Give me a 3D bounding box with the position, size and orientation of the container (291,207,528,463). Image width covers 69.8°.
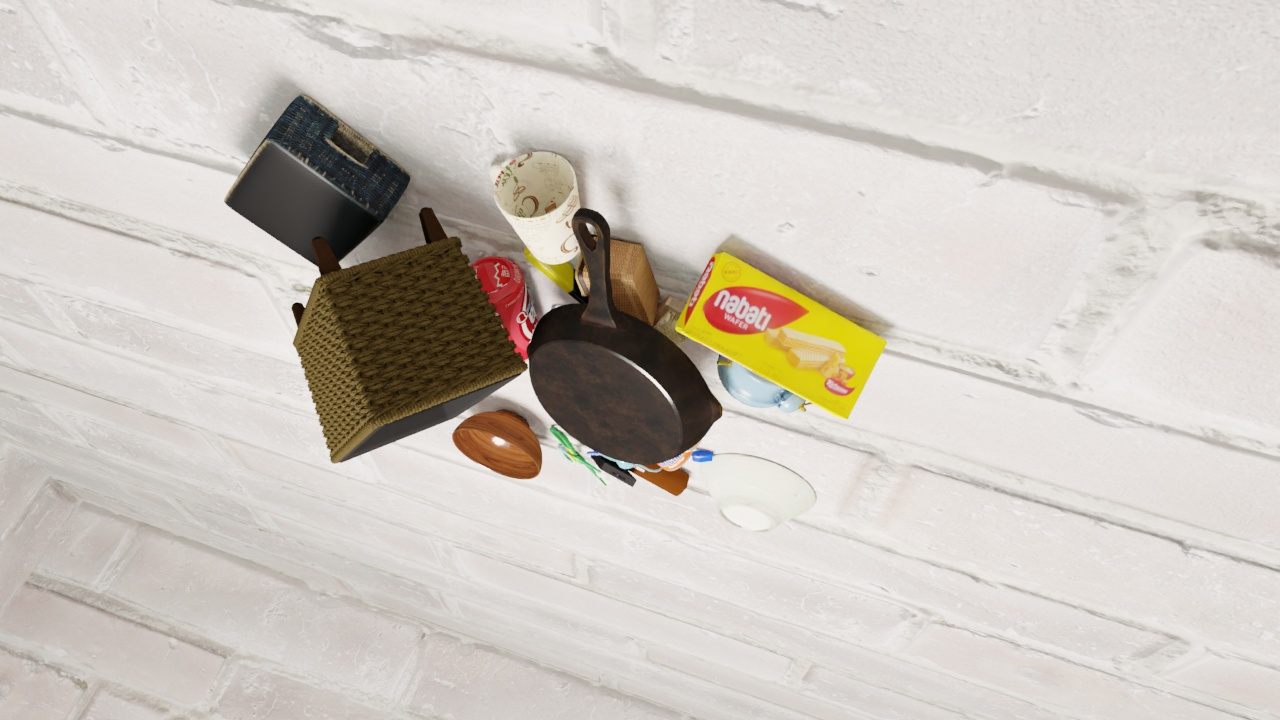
[{"bbox_3d":[-0.291,-0.022,1.061,0.322,0.176,0.205,-27,86,62],"label":"container"}]

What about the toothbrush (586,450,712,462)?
[{"bbox_3d":[0.013,0.139,1.335,0.187,0.016,0.011,-1,117,12],"label":"toothbrush"}]

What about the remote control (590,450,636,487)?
[{"bbox_3d":[-0.042,0.162,1.384,0.058,0.013,0.133,30,178,-8],"label":"remote control"}]

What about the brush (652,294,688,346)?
[{"bbox_3d":[0.028,-0.031,1.064,0.049,0.039,0.117,27,151,-12],"label":"brush"}]

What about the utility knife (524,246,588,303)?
[{"bbox_3d":[-0.067,-0.079,1.057,0.171,0.028,0.020,41,149,-29],"label":"utility knife"}]

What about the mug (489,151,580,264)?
[{"bbox_3d":[-0.111,-0.157,0.931,0.122,0.081,0.097,33,163,23],"label":"mug"}]

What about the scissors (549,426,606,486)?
[{"bbox_3d":[-0.098,0.154,1.433,0.128,0.012,0.120,46,161,3],"label":"scissors"}]

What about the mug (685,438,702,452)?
[{"bbox_3d":[0.038,0.063,1.146,0.111,0.104,0.085,36,148,-25],"label":"mug"}]

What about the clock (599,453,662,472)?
[{"bbox_3d":[-0.023,0.122,1.300,0.123,0.087,0.042,33,113,7],"label":"clock"}]

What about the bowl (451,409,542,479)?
[{"bbox_3d":[-0.213,0.119,1.433,0.147,0.068,0.147,17,150,10],"label":"bowl"}]

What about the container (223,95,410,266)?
[{"bbox_3d":[-0.366,-0.190,1.028,0.145,0.071,0.188,37,147,-24],"label":"container"}]

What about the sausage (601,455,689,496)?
[{"bbox_3d":[0.005,0.156,1.384,0.155,0.040,0.040,30,149,-13],"label":"sausage"}]

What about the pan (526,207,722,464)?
[{"bbox_3d":[-0.038,-0.008,0.980,0.249,0.043,0.357,16,140,22],"label":"pan"}]

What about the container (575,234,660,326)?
[{"bbox_3d":[-0.022,-0.080,0.999,0.061,0.063,0.114,1,145,19],"label":"container"}]

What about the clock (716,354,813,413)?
[{"bbox_3d":[0.146,0.009,1.005,0.124,0.088,0.052,25,144,-1],"label":"clock"}]

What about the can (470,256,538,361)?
[{"bbox_3d":[-0.167,-0.059,1.109,0.074,0.074,0.143,13,149,15],"label":"can"}]

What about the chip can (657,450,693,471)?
[{"bbox_3d":[-0.017,0.069,1.231,0.062,0.062,0.210,-15,134,46],"label":"chip can"}]

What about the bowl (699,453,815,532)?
[{"bbox_3d":[0.163,0.206,1.342,0.177,0.057,0.177,16,149,9],"label":"bowl"}]

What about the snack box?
[{"bbox_3d":[0.144,-0.025,0.940,0.200,0.092,0.042,28,-179,-10],"label":"snack box"}]
